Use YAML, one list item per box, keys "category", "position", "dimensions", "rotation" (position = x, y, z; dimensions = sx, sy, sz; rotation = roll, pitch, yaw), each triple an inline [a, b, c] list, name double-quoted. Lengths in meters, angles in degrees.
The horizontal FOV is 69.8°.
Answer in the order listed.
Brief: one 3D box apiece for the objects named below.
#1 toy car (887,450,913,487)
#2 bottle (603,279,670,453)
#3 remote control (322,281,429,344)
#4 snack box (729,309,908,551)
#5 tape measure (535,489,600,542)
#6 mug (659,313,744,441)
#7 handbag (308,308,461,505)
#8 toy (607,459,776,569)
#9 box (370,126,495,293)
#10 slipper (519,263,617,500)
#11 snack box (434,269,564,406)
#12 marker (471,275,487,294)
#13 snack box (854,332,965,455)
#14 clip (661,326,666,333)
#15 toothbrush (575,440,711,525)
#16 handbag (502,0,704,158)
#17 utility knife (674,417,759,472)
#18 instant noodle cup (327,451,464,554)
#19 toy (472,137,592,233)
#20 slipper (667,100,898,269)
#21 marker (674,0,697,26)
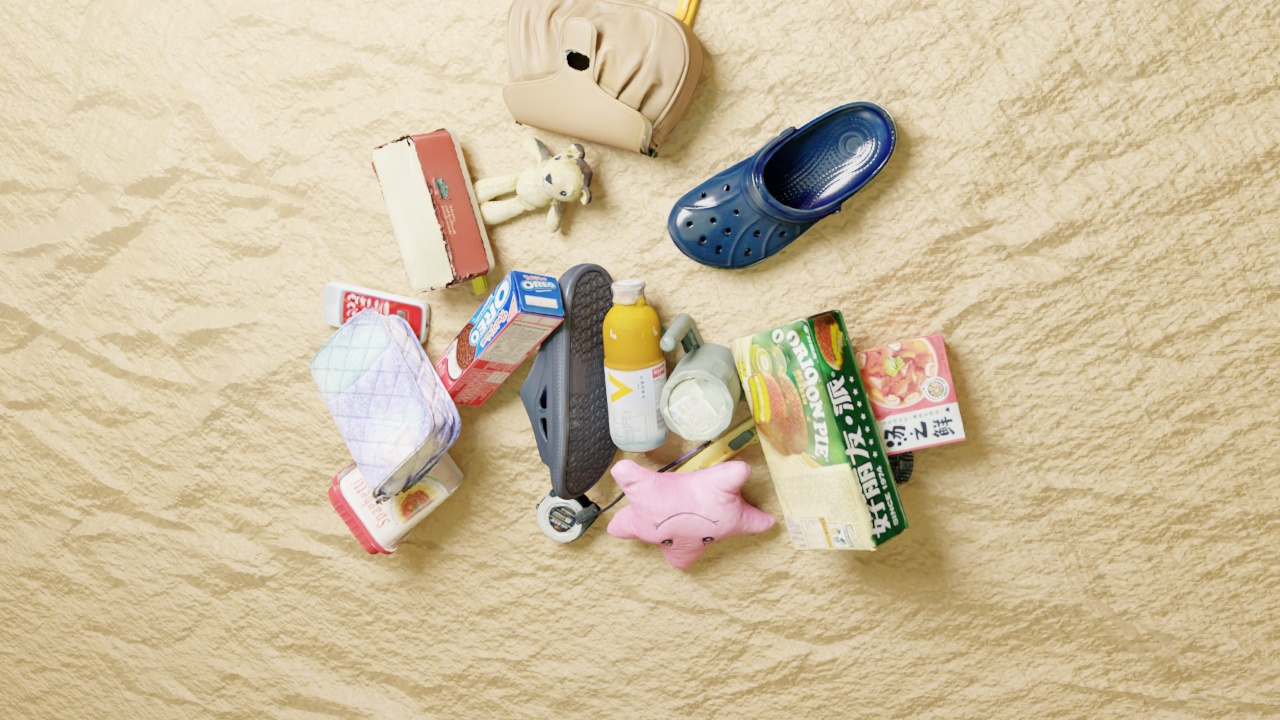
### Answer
- category: "toy car"
  position: [0.245, 0.109, 1.008]
  dimensions: [0.106, 0.031, 0.049]
  rotation: [6, 92, 10]
- category: "bottle"
  position: [-0.006, 0.006, 1.010]
  dimensions: [0.068, 0.067, 0.190]
  rotation: [0, 109, 14]
- category: "remote control"
  position: [-0.320, -0.057, 1.108]
  dimensions: [0.136, 0.020, 0.056]
  rotation: [13, 109, 10]
- category: "snack box"
  position: [0.182, 0.076, 0.952]
  dimensions: [0.115, 0.063, 0.240]
  rotation: [-19, 89, 53]
- category: "tape measure"
  position: [-0.092, 0.185, 1.113]
  dimensions: [0.066, 0.033, 0.066]
  rotation: [43, 108, 0]
- category: "mug"
  position: [0.060, 0.016, 0.991]
  dimensions: [0.084, 0.103, 0.124]
  rotation: [-24, 99, 19]
- category: "handbag"
  position: [-0.291, 0.047, 1.047]
  dimensions: [0.134, 0.075, 0.194]
  rotation: [-41, 65, 17]
- category: "toy"
  position: [0.059, 0.179, 1.051]
  dimensions: [0.194, 0.074, 0.179]
  rotation: [1, 129, 1]
- category: "box"
  position: [-0.236, -0.162, 1.012]
  dimensions: [0.091, 0.079, 0.168]
  rotation: [-6, 104, 41]
- category: "slipper"
  position: [-0.080, 0.022, 1.039]
  dimensions: [0.083, 0.110, 0.268]
  rotation: [11, 105, 37]
- category: "snack box"
  position: [-0.159, -0.020, 1.012]
  dimensions: [0.208, 0.058, 0.057]
  rotation: [-41, 51, 43]
- category: "marker"
  position: [-0.199, -0.137, 1.059]
  dimensions: [0.018, 0.015, 0.124]
  rotation: [0, 107, 53]
- category: "snack box"
  position: [0.262, 0.040, 0.963]
  dimensions: [0.127, 0.044, 0.113]
  rotation: [-14, 90, 11]
- category: "clip"
  position: [0.001, -0.038, 1.038]
  dimensions: [0.055, 0.013, 0.038]
  rotation: [34, 110, 1]
- category: "toothbrush"
  position: [0.001, 0.140, 1.072]
  dimensions: [0.189, 0.014, 0.016]
  rotation: [-32, 81, 8]
- category: "handbag"
  position: [-0.046, -0.295, 0.930]
  dimensions: [0.205, 0.099, 0.148]
  rotation: [17, 109, 17]
- category: "utility knife"
  position: [0.093, 0.107, 1.058]
  dimensions: [0.152, 0.018, 0.031]
  rotation: [-37, 99, 25]
- category: "instant noodle cup"
  position: [-0.292, 0.155, 1.119]
  dimensions: [0.124, 0.116, 0.116]
  rotation: [-32, 96, 7]
- category: "toy"
  position: [-0.121, -0.187, 0.999]
  dimensions: [0.158, 0.066, 0.105]
  rotation: [-9, 97, 33]
- category: "slipper"
  position: [0.144, -0.170, 0.926]
  dimensions: [0.253, 0.095, 0.105]
  rotation: [-29, 94, 16]
- category: "marker"
  position: [0.036, -0.328, 0.947]
  dimensions: [0.018, 0.015, 0.124]
  rotation: [24, 112, 13]
